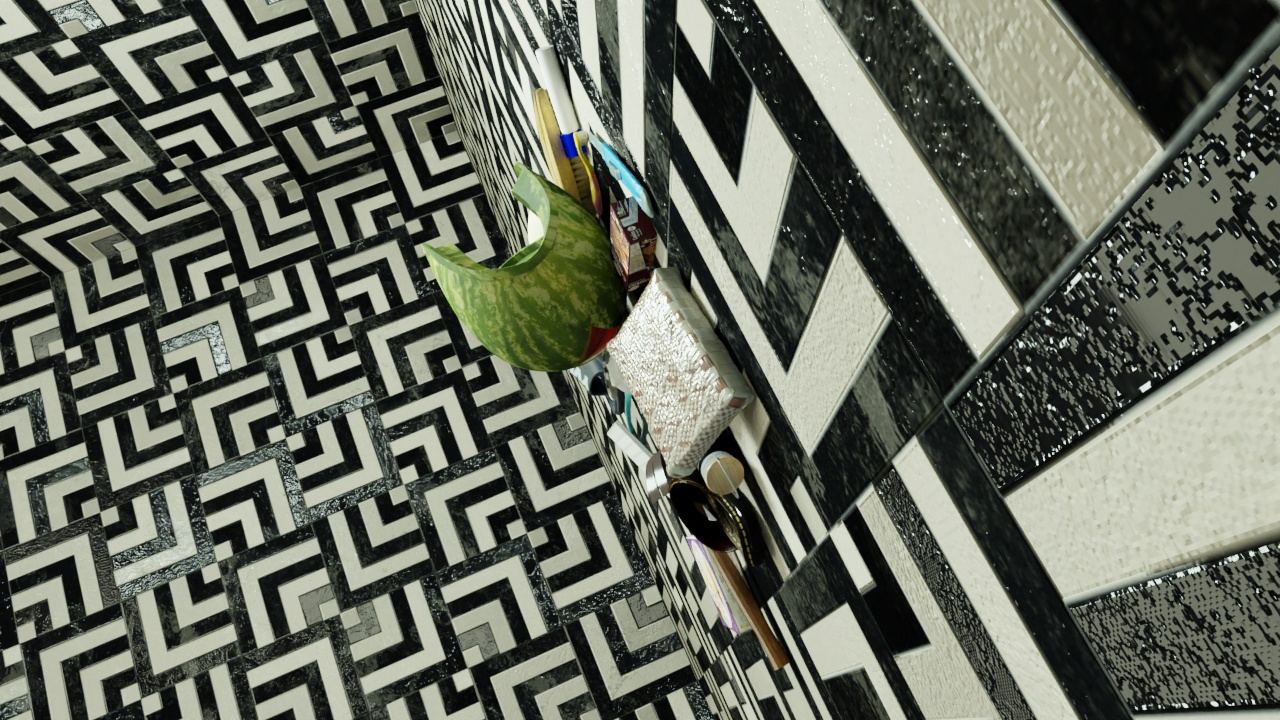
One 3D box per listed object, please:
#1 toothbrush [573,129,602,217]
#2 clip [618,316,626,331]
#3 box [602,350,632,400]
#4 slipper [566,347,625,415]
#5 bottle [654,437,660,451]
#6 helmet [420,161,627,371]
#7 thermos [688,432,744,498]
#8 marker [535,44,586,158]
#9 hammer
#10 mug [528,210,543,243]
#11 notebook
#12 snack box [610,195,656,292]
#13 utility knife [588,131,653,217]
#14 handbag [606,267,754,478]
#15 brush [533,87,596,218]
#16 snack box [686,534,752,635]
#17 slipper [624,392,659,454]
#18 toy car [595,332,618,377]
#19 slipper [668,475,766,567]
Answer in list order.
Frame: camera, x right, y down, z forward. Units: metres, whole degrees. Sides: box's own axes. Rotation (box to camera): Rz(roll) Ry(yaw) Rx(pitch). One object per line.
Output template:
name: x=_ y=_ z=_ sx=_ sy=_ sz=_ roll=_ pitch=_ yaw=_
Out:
toothbrush: x=-0.063 y=-0.235 z=1.163 sx=0.021 sy=0.016 sz=0.136 roll=58 pitch=170 yaw=40
clip: x=-0.004 y=-0.014 z=1.335 sx=0.113 sy=0.028 sz=0.127 roll=63 pitch=172 yaw=-4
box: x=-0.010 y=0.007 z=1.207 sx=0.166 sy=0.092 sz=0.083 roll=109 pitch=143 yaw=-81
slipper: x=-0.093 y=-0.040 z=1.351 sx=0.111 sy=0.083 sz=0.268 roll=104 pitch=146 yaw=-68
bottle: x=0.039 y=0.113 z=1.342 sx=0.036 sy=0.036 sz=0.119 roll=-127 pitch=17 yaw=-61
helmet: x=-0.129 y=-0.098 z=1.172 sx=0.243 sy=0.213 sz=0.247 roll=40 pitch=169 yaw=31
thermos: x=0.065 y=0.096 z=1.048 sx=0.231 sy=0.061 sz=0.061 roll=-133 pitch=22 yaw=-68
marker: x=-0.099 y=-0.317 z=1.128 sx=0.023 sy=0.027 sz=0.133 roll=-96 pitch=-10 yaw=-62
hammer: x=0.105 y=0.261 z=1.228 sx=0.323 sy=0.033 sz=0.115 roll=60 pitch=-154 yaw=14
mug: x=-0.108 y=-0.182 z=1.311 sx=0.120 sy=0.096 sz=0.100 roll=57 pitch=160 yaw=33
notebook: x=0.031 y=0.173 z=1.370 sx=0.210 sy=0.009 sz=0.143 roll=45 pitch=168 yaw=3
snack box: x=-0.010 y=-0.129 z=1.034 sx=0.141 sy=0.031 sz=0.051 roll=97 pitch=150 yaw=-73
utility knife: x=-0.025 y=-0.209 z=0.996 sx=0.205 sy=0.015 sz=0.031 roll=-121 pitch=16 yaw=-51
handbag: x=0.036 y=0.010 z=0.912 sx=0.124 sy=0.047 sz=0.185 roll=-57 pitch=45 yaw=34
brush: x=-0.097 y=-0.263 z=1.200 sx=0.059 sy=0.043 sz=0.195 roll=-127 pitch=18 yaw=-57
snack box: x=0.121 y=0.318 z=1.340 sx=0.148 sy=0.040 sz=0.143 roll=115 pitch=132 yaw=-79
slipper: x=-0.002 y=0.082 z=1.400 sx=0.098 sy=0.054 sz=0.269 roll=56 pitch=171 yaw=49
toy car: x=-0.058 y=-0.031 z=1.477 sx=0.070 sy=0.061 sz=0.170 roll=62 pitch=150 yaw=35
slipper: x=0.073 y=0.165 z=1.128 sx=0.267 sy=0.075 sz=0.113 roll=-126 pitch=16 yaw=-59
